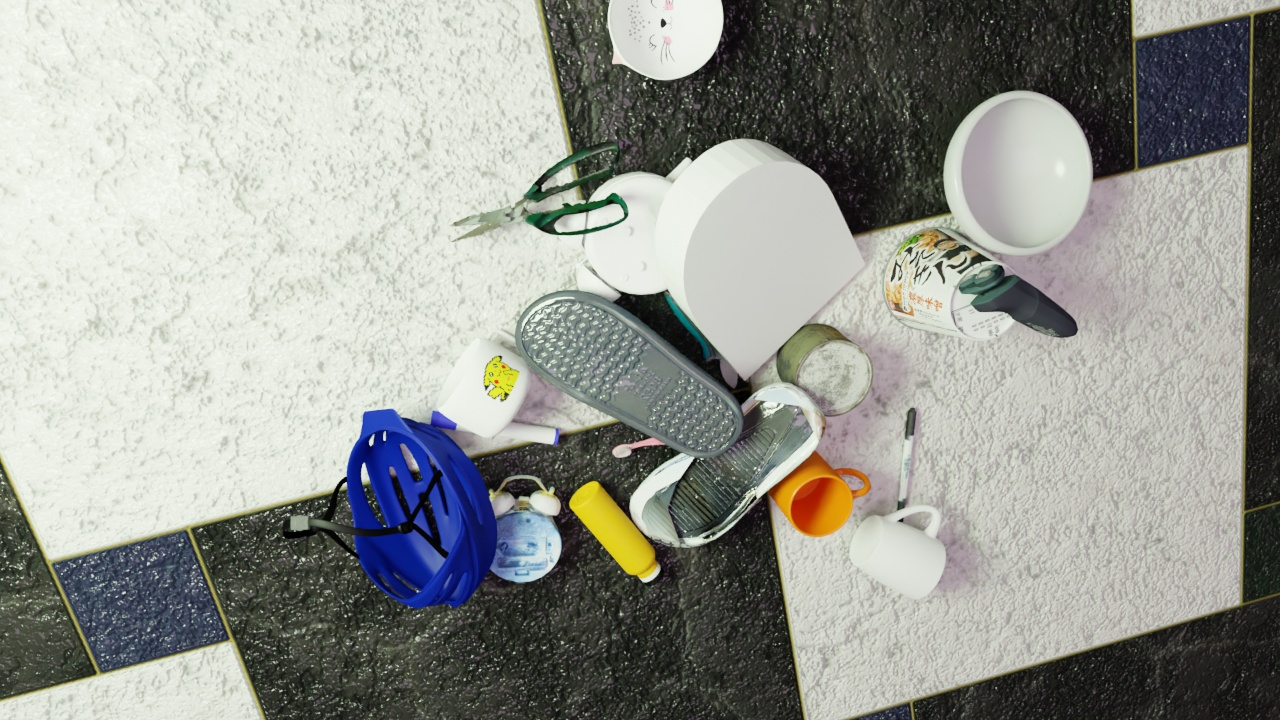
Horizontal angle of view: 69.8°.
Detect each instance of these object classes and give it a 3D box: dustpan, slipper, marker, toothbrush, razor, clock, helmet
[{"bbox_3d":[0.118,-0.115,0.966,0.191,0.053,0.258,-44,141,1],"label":"dustpan"},{"bbox_3d":[0.101,0.123,1.056,0.111,0.063,0.264,46,115,2],"label":"slipper"},{"bbox_3d":[0.329,0.131,1.137,0.011,0.011,0.152,-2,107,-10],"label":"marker"},{"bbox_3d":[-0.163,0.075,1.027,0.141,0.020,0.020,10,104,-14],"label":"marker"},{"bbox_3d":[0.032,0.088,1.068,0.135,0.016,0.021,-18,111,-4],"label":"toothbrush"},{"bbox_3d":[0.395,-0.056,0.947,0.143,0.047,0.052,25,76,-19],"label":"razor"},{"bbox_3d":[-0.006,0.006,0.994,0.268,0.083,0.111,32,108,-11],"label":"slipper"},{"bbox_3d":[-0.136,0.190,1.049,0.089,0.052,0.125,1,106,-10],"label":"clock"},{"bbox_3d":[0.000,-0.132,0.966,0.161,0.073,0.125,-22,109,-3],"label":"clock"},{"bbox_3d":[-0.253,0.172,0.938,0.148,0.227,0.241,-7,102,26],"label":"helmet"}]

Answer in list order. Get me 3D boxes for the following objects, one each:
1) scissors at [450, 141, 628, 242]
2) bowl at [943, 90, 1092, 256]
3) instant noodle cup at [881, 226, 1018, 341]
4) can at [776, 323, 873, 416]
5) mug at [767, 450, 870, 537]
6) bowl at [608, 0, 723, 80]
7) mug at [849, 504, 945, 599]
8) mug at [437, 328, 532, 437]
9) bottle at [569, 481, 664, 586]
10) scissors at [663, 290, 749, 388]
[{"bbox_3d":[-0.105,-0.174,0.948,0.210,0.137,0.015,-5,145,18],"label":"scissors"},{"bbox_3d":[0.404,-0.202,1.013,0.176,0.066,0.176,-1,93,-15],"label":"bowl"},{"bbox_3d":[0.352,-0.078,1.019,0.123,0.121,0.124,-3,107,-10],"label":"instant noodle cup"},{"bbox_3d":[0.208,0.010,1.045,0.090,0.074,0.090,-3,108,-8],"label":"can"},{"bbox_3d":[0.211,0.147,1.075,0.112,0.096,0.078,-12,108,-7],"label":"mug"},{"bbox_3d":[0.021,-0.340,0.919,0.114,0.050,0.115,-3,107,-9],"label":"bowl"},{"bbox_3d":[0.322,0.224,1.129,0.087,0.081,0.114,27,93,-10],"label":"mug"},{"bbox_3d":[-0.160,0.021,0.978,0.068,0.094,0.115,32,61,-19],"label":"mug"},{"bbox_3d":[-0.024,0.208,1.079,0.043,0.043,0.143,-37,109,2],"label":"bottle"},{"bbox_3d":[0.079,-0.038,1.037,0.154,0.019,0.126,17,104,-16],"label":"scissors"}]
